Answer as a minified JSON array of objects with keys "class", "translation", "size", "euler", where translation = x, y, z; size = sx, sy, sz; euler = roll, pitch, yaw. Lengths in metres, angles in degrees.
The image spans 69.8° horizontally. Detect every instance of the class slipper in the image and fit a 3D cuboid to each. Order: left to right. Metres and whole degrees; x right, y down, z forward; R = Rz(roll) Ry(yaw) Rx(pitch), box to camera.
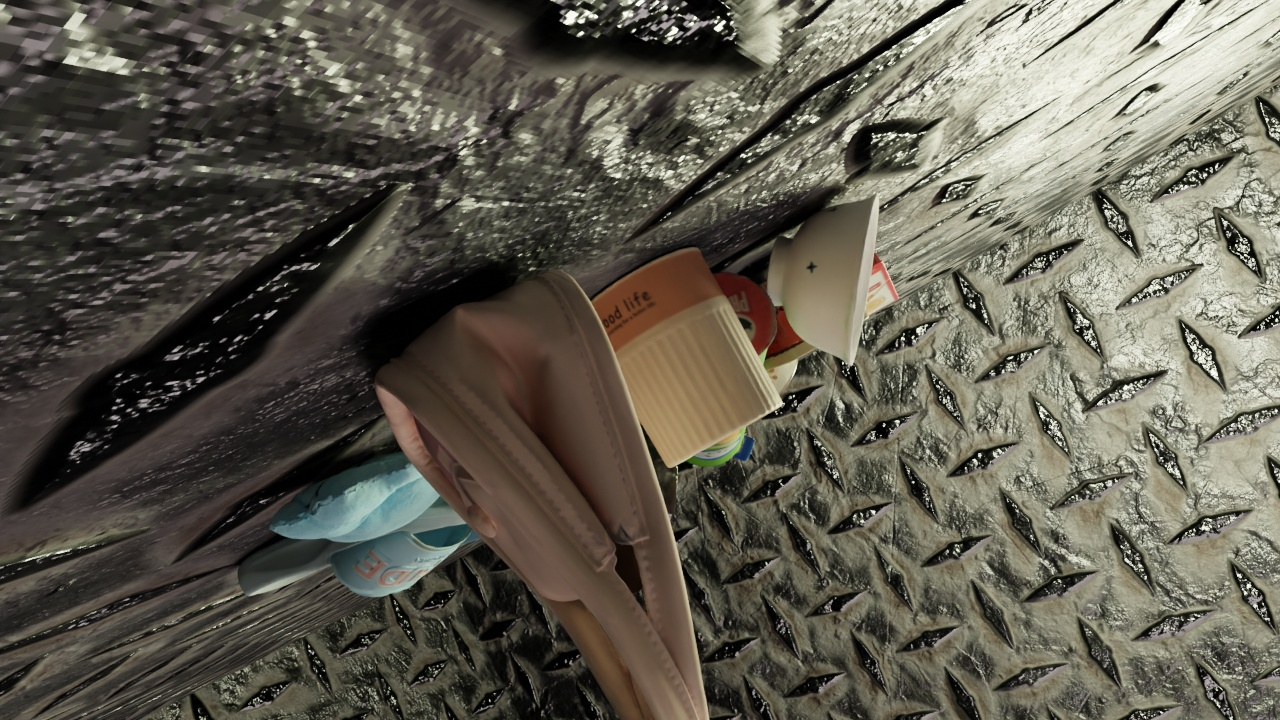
[{"class":"slipper","translation":[-0.219,0.157,0.748],"size":[0.246,0.074,0.104],"euler":[-21,174,17]}]

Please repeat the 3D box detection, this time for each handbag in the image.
[{"class":"handbag","translation":[-0.032,0.091,0.441],"size":[0.093,0.234,0.194],"euler":[-29,173,-17]}]

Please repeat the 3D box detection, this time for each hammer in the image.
[{"class":"hammer","translation":[-0.071,0.114,0.825],"size":[0.031,0.126,0.324],"euler":[7,170,-34]}]

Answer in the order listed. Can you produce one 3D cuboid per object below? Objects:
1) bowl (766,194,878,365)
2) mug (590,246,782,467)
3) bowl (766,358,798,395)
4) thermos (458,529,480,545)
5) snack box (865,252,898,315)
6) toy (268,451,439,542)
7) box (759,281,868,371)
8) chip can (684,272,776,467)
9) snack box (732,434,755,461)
[{"class":"bowl","translation":[0.125,-0.059,0.639],"size":[0.065,0.118,0.118],"euler":[10,-175,17]},{"class":"mug","translation":[0.018,0.005,0.557],"size":[0.081,0.106,0.115],"euler":[-24,171,-33]},{"class":"bowl","translation":[0.092,0.000,0.908],"size":[0.114,0.062,0.113],"euler":[-31,-149,21]},{"class":"thermos","translation":[-0.159,0.137,0.865],"size":[0.070,0.070,0.221],"euler":[-23,177,-41]},{"class":"snack box","translation":[0.188,-0.067,0.908],"size":[0.113,0.044,0.127],"euler":[-31,158,13]},{"class":"toy","translation":[-0.177,0.090,0.611],"size":[0.162,0.050,0.156],"euler":[-30,170,32]},{"class":"box","translation":[0.105,-0.037,0.778],"size":[0.091,0.079,0.169],"euler":[-28,179,-20]},{"class":"chip can","translation":[0.057,0.018,0.723],"size":[0.072,0.072,0.236],"euler":[-28,159,-11]},{"class":"snack box","translation":[0.035,0.062,0.913],"size":[0.084,0.157,0.026],"euler":[40,70,-83]}]
